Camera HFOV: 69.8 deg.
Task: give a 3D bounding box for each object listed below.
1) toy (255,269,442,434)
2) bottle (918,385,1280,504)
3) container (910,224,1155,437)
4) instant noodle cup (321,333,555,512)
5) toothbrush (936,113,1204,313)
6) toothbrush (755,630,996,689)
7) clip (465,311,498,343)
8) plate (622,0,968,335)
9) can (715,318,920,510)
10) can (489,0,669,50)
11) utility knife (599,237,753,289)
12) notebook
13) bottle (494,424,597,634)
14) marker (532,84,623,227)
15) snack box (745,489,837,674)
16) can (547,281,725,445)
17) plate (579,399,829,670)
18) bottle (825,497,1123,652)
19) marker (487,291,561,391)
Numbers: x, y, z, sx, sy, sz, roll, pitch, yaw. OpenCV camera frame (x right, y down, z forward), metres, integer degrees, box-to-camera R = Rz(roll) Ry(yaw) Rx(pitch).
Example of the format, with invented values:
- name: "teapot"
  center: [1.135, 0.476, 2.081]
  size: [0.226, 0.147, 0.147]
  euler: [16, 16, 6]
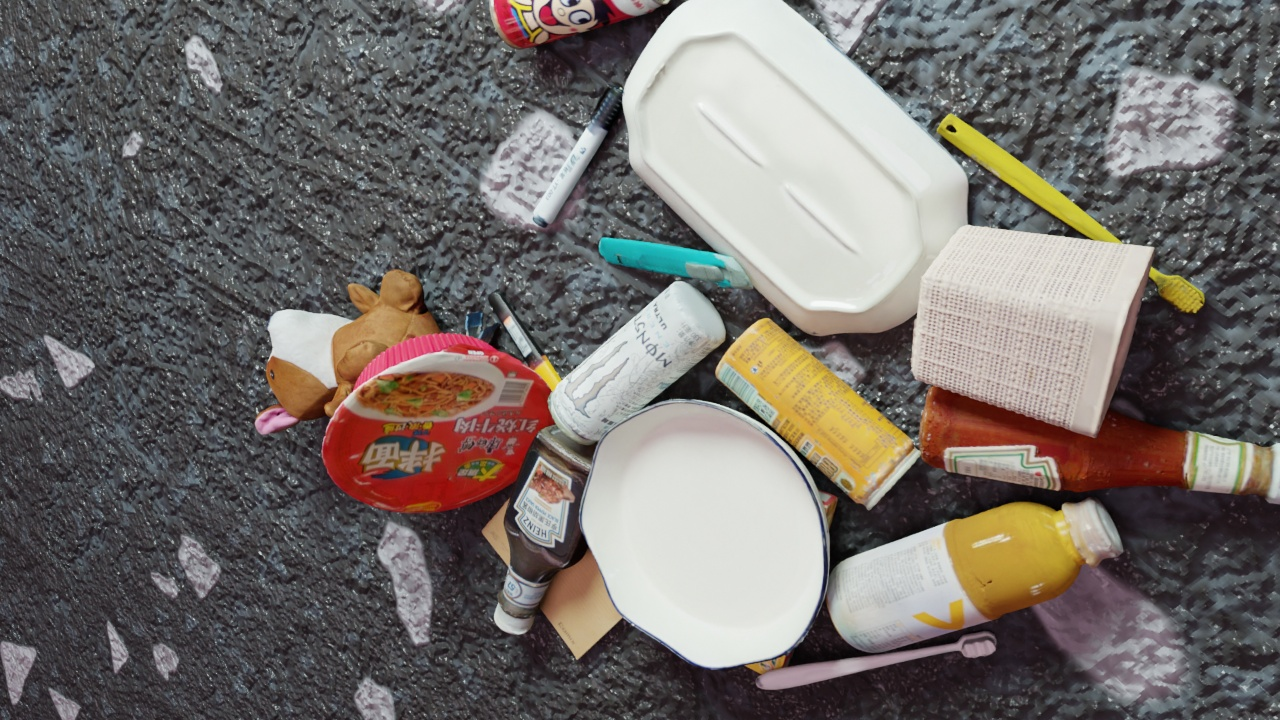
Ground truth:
- name: "toy"
  center: [-0.278, -0.004, 0.840]
  size: [0.200, 0.139, 0.130]
  euler: [-16, 131, 39]
- name: "bottle"
  center: [0.280, 0.052, 0.561]
  size: [0.206, 0.059, 0.060]
  euler: [8, 105, 26]
- name: "container"
  center: [0.229, -0.023, 0.546]
  size: [0.111, 0.089, 0.090]
  euler: [17, 130, 29]
- name: "instant noodle cup"
  center: [-0.169, 0.044, 0.771]
  size: [0.194, 0.193, 0.065]
  euler: [-51, 43, 28]
- name: "toothbrush"
  center: [0.261, -0.092, 0.563]
  size: [0.190, 0.016, 0.016]
  euler: [43, 117, 16]
- name: "toothbrush"
  center: [0.168, 0.222, 0.670]
  size: [0.180, 0.016, 0.016]
  euler: [-18, 91, 22]
- name: "clip"
  center: [-0.146, -0.013, 0.814]
  size: [0.045, 0.027, 0.058]
  euler: [28, 114, 14]
- name: "plate"
  center: [0.094, -0.127, 0.620]
  size: [0.265, 0.034, 0.162]
  euler: [46, 122, 5]
- name: "can"
  center: [0.123, 0.036, 0.648]
  size: [0.146, 0.058, 0.058]
  euler: [43, 118, 16]
- name: "can"
  center: [-0.044, -0.272, 0.680]
  size: [0.133, 0.053, 0.053]
  euler: [-4, 99, 31]
- name: "utility knife"
  center: [0.021, -0.073, 0.689]
  size: [0.151, 0.012, 0.029]
  euler: [16, 136, 43]
- name: "notebook"
  center: [-0.042, 0.145, 0.797]
  size: [0.149, 0.012, 0.212]
  euler: [49, 120, 14]
- name: "bottle"
  center: [-0.084, 0.152, 0.792]
  size: [0.080, 0.043, 0.195]
  euler: [32, 115, 24]
- name: "marker"
  center: [-0.050, -0.161, 0.730]
  size: [0.022, 0.018, 0.131]
  euler: [50, 120, 22]
- name: "snack box"
  center: [0.095, 0.163, 0.711]
  size: [0.077, 0.027, 0.156]
  euler: [20, 110, 27]
- name: "can"
  center: [-0.004, 0.004, 0.710]
  size: [0.147, 0.058, 0.058]
  euler: [-40, 80, 26]
- name: "plate"
  center: [0.050, 0.126, 0.687]
  size: [0.205, 0.045, 0.205]
  euler: [8, 104, 32]
- name: "bottle"
  center: [0.217, 0.140, 0.610]
  size: [0.190, 0.067, 0.068]
  euler: [-30, 85, 32]
- name: "marker"
  center: [-0.095, -0.009, 0.792]
  size: [0.018, 0.015, 0.124]
  euler: [-42, 76, 29]
